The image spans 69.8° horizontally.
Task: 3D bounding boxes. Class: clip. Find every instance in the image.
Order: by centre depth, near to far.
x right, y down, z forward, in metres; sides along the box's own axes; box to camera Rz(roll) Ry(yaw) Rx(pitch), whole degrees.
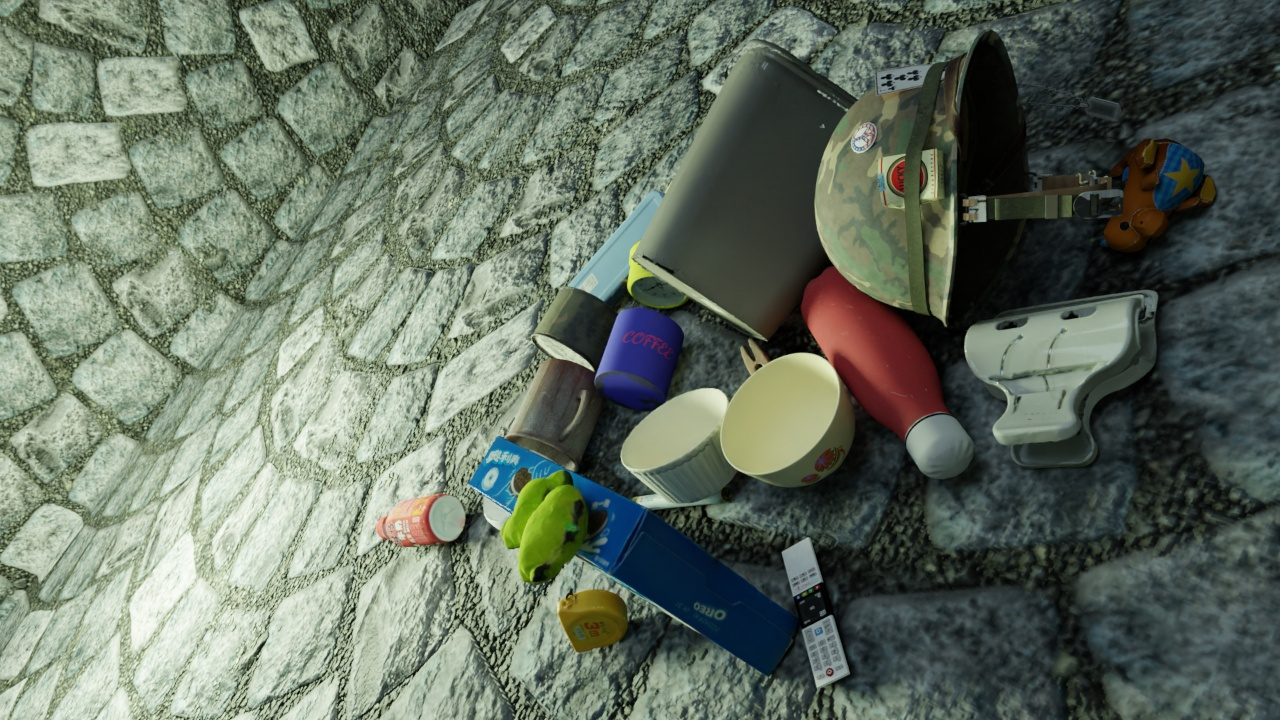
[{"bbox_3d":[0.296,0.003,0.665,0.126,0.089,0.150,-11,39,47],"label":"clip"},{"bbox_3d":[0.116,0.006,0.917,0.061,0.026,0.049,18,75,47],"label":"clip"}]

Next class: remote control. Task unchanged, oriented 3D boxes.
[{"bbox_3d":[0.136,0.194,0.713,0.028,0.012,0.124,-35,36,21],"label":"remote control"}]

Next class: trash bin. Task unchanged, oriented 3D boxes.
[{"bbox_3d":[0.115,-0.154,0.906,0.220,0.197,0.197,-57,6,2],"label":"trash bin"}]

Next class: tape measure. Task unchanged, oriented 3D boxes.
[{"bbox_3d":[-0.041,0.233,0.836,0.059,0.068,0.030,-15,39,6],"label":"tape measure"}]

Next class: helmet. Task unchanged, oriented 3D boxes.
[{"bbox_3d":[0.256,-0.138,0.718,0.236,0.192,0.225,26,119,29],"label":"helmet"}]

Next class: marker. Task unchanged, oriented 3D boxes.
[{"bbox_3d":[0.028,0.137,0.894,0.147,0.017,0.017,-15,47,42],"label":"marker"}]

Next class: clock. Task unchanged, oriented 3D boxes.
[{"bbox_3d":[0.034,-0.106,1.068,0.119,0.083,0.057,-20,48,42],"label":"clock"}]

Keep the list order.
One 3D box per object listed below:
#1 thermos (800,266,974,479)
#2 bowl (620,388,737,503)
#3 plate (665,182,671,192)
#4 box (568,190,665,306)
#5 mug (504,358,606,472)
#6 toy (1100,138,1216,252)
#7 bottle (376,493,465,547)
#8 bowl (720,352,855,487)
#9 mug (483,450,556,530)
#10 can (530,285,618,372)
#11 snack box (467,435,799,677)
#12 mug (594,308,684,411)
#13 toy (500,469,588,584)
[{"bbox_3d":[0.205,0.007,0.763,0.073,0.073,0.239,-40,35,15],"label":"thermos"},{"bbox_3d":[0.046,0.086,0.863,0.115,0.062,0.115,-29,22,12],"label":"bowl"},{"bbox_3d":[0.079,-0.216,1.165,0.185,0.036,0.184,-31,38,27],"label":"plate"},{"bbox_3d":[-0.015,-0.123,1.170,0.210,0.052,0.067,-46,60,29],"label":"box"},{"bbox_3d":[-0.086,0.059,1.031,0.123,0.096,0.110,-25,42,55],"label":"mug"},{"bbox_3d":[0.387,-0.128,0.720,0.090,0.070,0.103,-61,10,6],"label":"toy"},{"bbox_3d":[-0.284,0.205,1.155,0.138,0.062,0.061,-17,45,42],"label":"bottle"},{"bbox_3d":[0.138,0.063,0.785,0.118,0.074,0.117,-31,38,27],"label":"bowl"},{"bbox_3d":[-0.111,0.153,0.995,0.116,0.068,0.094,4,60,51],"label":"mug"},{"bbox_3d":[-0.077,-0.037,1.124,0.090,0.090,0.074,7,63,52],"label":"can"},{"bbox_3d":[-0.012,0.155,0.759,0.239,0.195,0.056,15,69,55],"label":"snack box"},{"bbox_3d":[-0.006,0.006,1.020,0.111,0.079,0.083,129,162,-58],"label":"mug"},{"bbox_3d":[-0.068,0.117,0.653,0.094,0.036,0.094,-17,41,48],"label":"toy"}]
